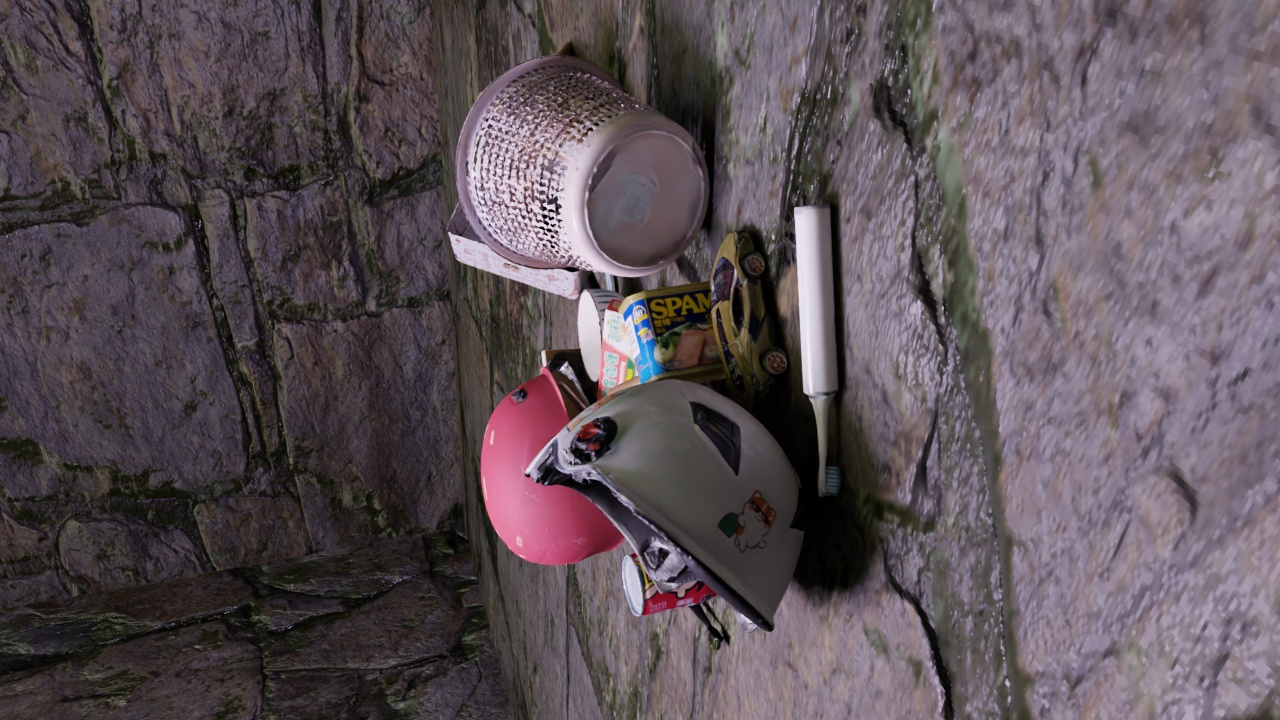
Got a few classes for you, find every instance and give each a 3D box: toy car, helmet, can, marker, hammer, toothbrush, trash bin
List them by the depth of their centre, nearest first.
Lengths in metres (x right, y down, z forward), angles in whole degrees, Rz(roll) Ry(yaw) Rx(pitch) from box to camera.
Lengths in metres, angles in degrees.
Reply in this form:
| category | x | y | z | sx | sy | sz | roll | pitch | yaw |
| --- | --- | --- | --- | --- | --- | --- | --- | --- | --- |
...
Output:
| category | x | y | z | sx | sy | sz | roll | pitch | yaw |
| --- | --- | --- | --- | --- | --- | --- | --- | --- | --- |
| toothbrush | 0.134 | -0.005 | 0.685 | 0.026 | 0.026 | 0.221 | -49 | -44 | -77 |
| helmet | 0.042 | 0.103 | 0.778 | 0.230 | 0.156 | 0.274 | 43 | 163 | -17 |
| toy car | 0.088 | -0.036 | 0.799 | 0.070 | 0.042 | 0.158 | 137 | 127 | -68 |
| can | 0.040 | -0.022 | 0.854 | 0.057 | 0.102 | 0.083 | 129 | 128 | -67 |
| trash bin | -0.044 | -0.178 | 0.911 | 0.192 | 0.227 | 0.228 | 33 | 129 | 52 |
| can | 0.034 | 0.233 | 0.987 | 0.067 | 0.093 | 0.066 | 172 | 90 | -72 |
| toothbrush | 0.049 | 0.268 | 1.068 | 0.212 | 0.026 | 0.027 | -136 | 54 | -62 |
| helmet | -0.124 | 0.142 | 1.108 | 0.240 | 0.143 | 0.207 | 64 | 163 | 0 |
| hammer | -0.039 | 0.107 | 1.174 | 0.032 | 0.126 | 0.323 | -52 | 48 | 28 |
| marker | -0.061 | -0.084 | 1.282 | 0.022 | 0.020 | 0.132 | -65 | 34 | 31 |

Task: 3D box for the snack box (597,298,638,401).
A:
| category | x | y | z | sx | sy | sz | roll | pitch | yaw |
| --- | --- | --- | --- | --- | --- | --- | --- | --- | --- |
| snack box | -0.006 | 0.006 | 1.053 | 0.026 | 0.077 | 0.156 | -63 | -15 | -49 |

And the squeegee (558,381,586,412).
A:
| category | x | y | z | sx | sy | sz | roll | pitch | yaw |
| --- | --- | --- | --- | --- | --- | --- | --- | --- | --- |
| squeegee | 0.015 | 0.048 | 0.983 | 0.247 | 0.040 | 0.250 | 48 | 136 | 17 |

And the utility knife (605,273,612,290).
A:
| category | x | y | z | sx | sy | sz | roll | pitch | yaw |
| --- | --- | --- | --- | --- | --- | --- | --- | --- | --- |
| utility knife | -0.033 | -0.032 | 1.214 | 0.031 | 0.021 | 0.206 | 176 | 80 | -70 |

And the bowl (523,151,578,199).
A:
| category | x | y | z | sx | sy | sz | roll | pitch | yaw |
| --- | --- | --- | --- | --- | --- | --- | --- | --- | --- |
| bowl | -0.091 | -0.250 | 1.208 | 0.064 | 0.118 | 0.118 | -60 | -16 | -46 |

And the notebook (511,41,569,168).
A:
| category | x | y | z | sx | sy | sz | roll | pitch | yaw |
| --- | --- | --- | --- | --- | --- | --- | --- | --- | --- |
| notebook | -0.136 | -0.325 | 1.253 | 0.210 | 0.012 | 0.150 | -68 | -8 | -48 |

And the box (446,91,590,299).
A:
| category | x | y | z | sx | sy | sz | roll | pitch | yaw |
| --- | --- | --- | --- | --- | --- | --- | --- | --- | --- |
| box | -0.124 | -0.198 | 1.093 | 0.194 | 0.183 | 0.156 | 100 | -172 | -71 |

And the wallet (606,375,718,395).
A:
| category | x | y | z | sx | sy | sz | roll | pitch | yaw |
| --- | --- | --- | --- | --- | --- | --- | --- | --- | --- |
| wallet | 0.025 | 0.048 | 0.931 | 0.116 | 0.033 | 0.090 | -29 | 92 | 41 |

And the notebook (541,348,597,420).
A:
| category | x | y | z | sx | sy | sz | roll | pitch | yaw |
| --- | --- | --- | --- | --- | --- | --- | --- | --- | --- |
| notebook | -0.091 | 0.086 | 1.316 | 0.147 | 0.008 | 0.207 | -5 | -93 | -67 |

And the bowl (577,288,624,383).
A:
| category | x | y | z | sx | sy | sz | roll | pitch | yaw |
| --- | --- | --- | --- | --- | --- | --- | --- | --- | --- |
| bowl | -0.033 | -0.033 | 1.134 | 0.116 | 0.066 | 0.116 | 173 | 90 | -73 |
